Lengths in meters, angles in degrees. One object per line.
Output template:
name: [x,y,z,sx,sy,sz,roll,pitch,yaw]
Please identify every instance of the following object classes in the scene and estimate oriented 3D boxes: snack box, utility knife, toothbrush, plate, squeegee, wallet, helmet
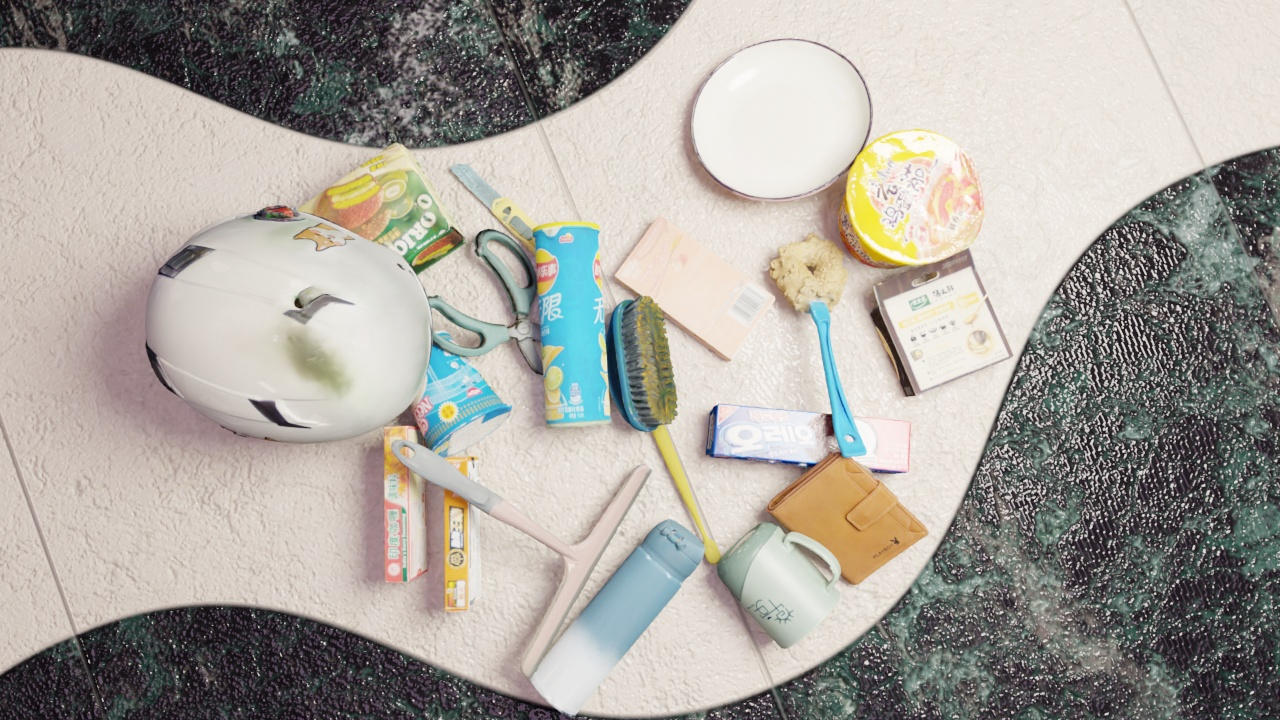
snack box: [-0.242,0.146,0.952,0.027,0.077,0.155,-2,85,0]
utility knife: [-0.130,-0.144,1.011,0.212,0.022,0.031,44,84,8]
toothbrush: [0.043,0.129,0.985,0.015,0.016,0.190,-23,84,-1]
snack box: [0.058,-0.078,0.996,0.157,0.026,0.084,36,87,3]
snack box: [-0.184,0.176,0.950,0.026,0.075,0.153,-2,85,0]
plate: [0.151,-0.254,0.990,0.192,0.039,0.192,-3,74,12]
snack box: [0.317,-0.039,0.979,0.113,0.053,0.125,-22,85,-2]
squeegee: [-0.138,0.149,0.908,0.249,0.040,0.247,36,74,-15]
wallet: [0.213,0.162,0.941,0.132,0.031,0.108,42,113,-14]
snack box: [0.175,0.084,0.967,0.207,0.057,0.058,5,82,1]
helmet: [-0.338,-0.023,0.851,0.274,0.157,0.230,16,98,-6]
snack box: [-0.315,-0.113,0.965,0.240,0.063,0.114,-33,79,2]

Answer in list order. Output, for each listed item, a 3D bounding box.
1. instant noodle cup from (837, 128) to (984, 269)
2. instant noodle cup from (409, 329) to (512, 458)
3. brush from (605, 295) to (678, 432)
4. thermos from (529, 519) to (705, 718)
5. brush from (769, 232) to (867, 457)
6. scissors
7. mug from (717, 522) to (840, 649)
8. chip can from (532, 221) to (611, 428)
instant noodle cup: [0.271,-0.158,0.961,0.138,0.110,0.138,0,84,0]
instant noodle cup: [-0.204,0.032,0.959,0.099,0.099,0.110,-34,78,-3]
brush: [-0.006,0.006,0.970,0.074,0.055,0.143,-17,76,39]
thermos: [-0.020,0.261,0.947,0.070,0.070,0.220,41,87,3]
brush: [0.192,-0.020,0.949,0.083,0.046,0.254,-4,67,-11]
scissors: [-0.152,-0.068,0.977,0.170,0.019,0.180,15,66,-26]
mug: [0.146,0.218,0.933,0.106,0.082,0.112,48,122,7]
chip can: [-0.071,-0.036,0.961,0.071,0.071,0.210,-4,88,0]
